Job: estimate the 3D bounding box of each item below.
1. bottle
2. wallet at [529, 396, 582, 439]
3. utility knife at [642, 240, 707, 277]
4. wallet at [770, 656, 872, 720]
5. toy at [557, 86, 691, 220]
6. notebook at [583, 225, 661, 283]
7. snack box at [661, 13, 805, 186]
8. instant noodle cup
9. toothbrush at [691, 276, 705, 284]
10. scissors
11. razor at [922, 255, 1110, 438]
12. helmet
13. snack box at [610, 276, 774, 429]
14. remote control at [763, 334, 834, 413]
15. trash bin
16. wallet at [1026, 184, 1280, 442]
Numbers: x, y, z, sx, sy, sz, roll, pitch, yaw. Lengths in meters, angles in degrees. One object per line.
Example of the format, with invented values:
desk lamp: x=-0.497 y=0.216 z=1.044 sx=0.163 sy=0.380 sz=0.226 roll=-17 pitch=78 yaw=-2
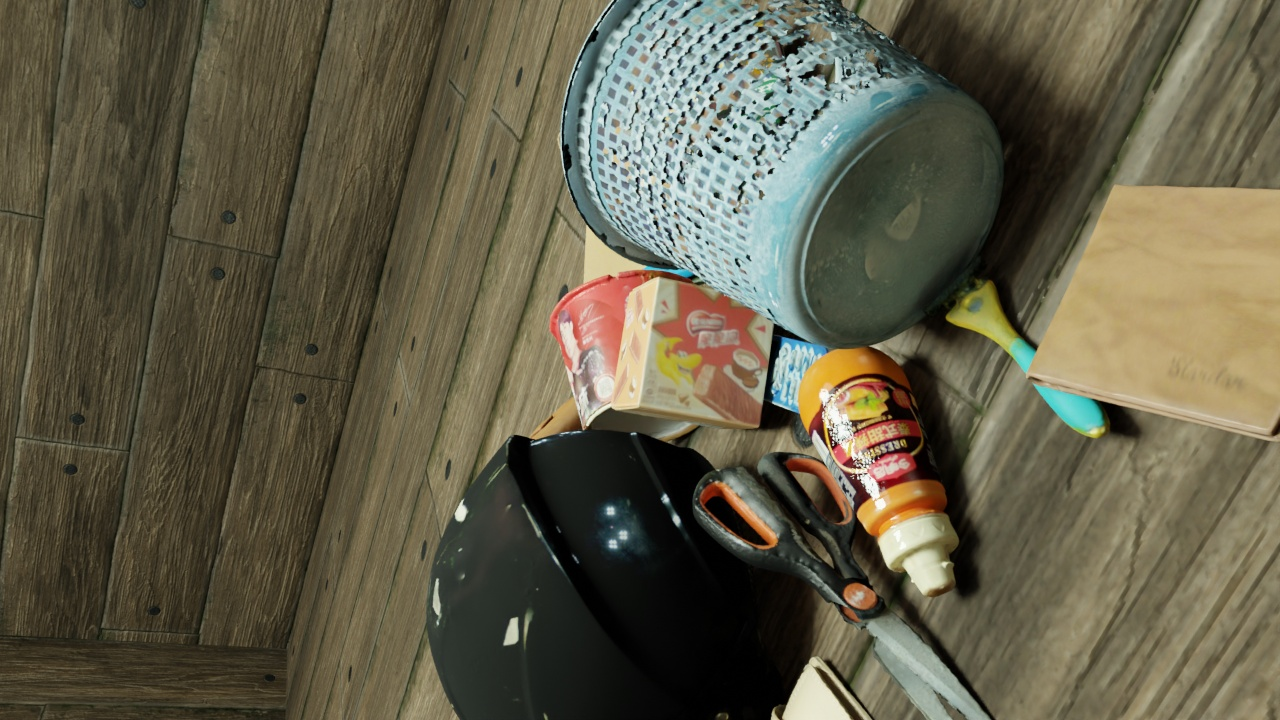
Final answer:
bottle: x=0.140 y=0.063 z=0.524 sx=0.067 sy=0.066 sz=0.149 roll=-55 pitch=41 yaw=42
wallet: x=-0.089 y=0.074 z=0.967 sx=0.131 sy=0.031 sz=0.108 roll=-45 pitch=5 yaw=-32
utility knife: x=0.011 y=-0.077 z=0.872 sx=0.204 sy=0.018 sz=0.034 roll=-24 pitch=62 yaw=48
wallet: x=0.103 y=0.251 z=0.565 sx=0.087 sy=0.024 sz=0.115 roll=-128 pitch=52 yaw=-61
toy: x=-0.015 y=-0.192 z=0.864 sx=0.226 sy=0.082 sz=0.143 roll=11 pitch=77 yaw=40
notebook: x=-0.018 y=-0.093 z=0.937 sx=0.148 sy=0.008 sz=0.207 roll=0 pitch=87 yaw=55
snack box: x=0.068 y=-0.207 z=0.738 sx=0.113 sy=0.053 sz=0.125 roll=-17 pitch=49 yaw=15
instant noodle cup: x=-0.005 y=0.005 z=0.782 sx=0.138 sy=0.137 sz=0.108 roll=-48 pitch=44 yaw=49
toothbrush: x=0.069 y=-0.073 z=0.791 sx=0.186 sy=0.012 sz=0.017 roll=-19 pitch=68 yaw=62
scissors: x=0.130 y=0.123 z=0.534 sx=0.234 sy=0.160 sz=0.022 roll=27 pitch=131 yaw=30
razor: x=0.195 y=-0.003 z=0.465 sx=0.043 sy=0.028 sz=0.132 roll=-45 pitch=36 yaw=15
helmet: x=-0.042 y=0.176 z=0.659 sx=0.275 sy=0.230 sz=0.233 roll=-58 pitch=27 yaw=16
snack box: x=0.038 y=-0.003 z=0.678 sx=0.077 sy=0.092 sz=0.094 roll=166 pitch=114 yaw=-74
remote control: x=0.106 y=0.009 z=0.659 sx=0.125 sy=0.024 sz=0.049 roll=-156 pitch=79 yaw=-69
trash bin: x=0.093 y=-0.115 z=0.549 sx=0.195 sy=0.226 sz=0.227 roll=49 pitch=125 yaw=45
wallet: x=0.230 y=-0.025 z=0.386 sx=0.115 sy=0.020 sz=0.101 roll=21 pitch=86 yaw=62
